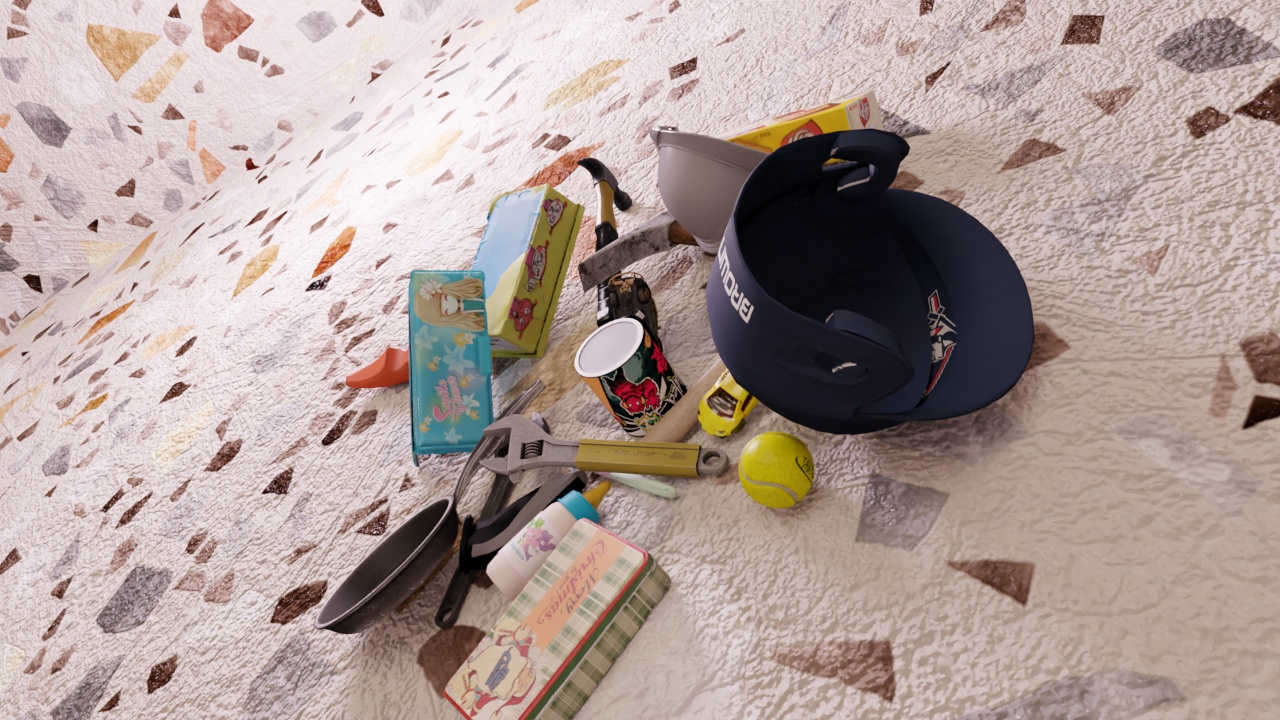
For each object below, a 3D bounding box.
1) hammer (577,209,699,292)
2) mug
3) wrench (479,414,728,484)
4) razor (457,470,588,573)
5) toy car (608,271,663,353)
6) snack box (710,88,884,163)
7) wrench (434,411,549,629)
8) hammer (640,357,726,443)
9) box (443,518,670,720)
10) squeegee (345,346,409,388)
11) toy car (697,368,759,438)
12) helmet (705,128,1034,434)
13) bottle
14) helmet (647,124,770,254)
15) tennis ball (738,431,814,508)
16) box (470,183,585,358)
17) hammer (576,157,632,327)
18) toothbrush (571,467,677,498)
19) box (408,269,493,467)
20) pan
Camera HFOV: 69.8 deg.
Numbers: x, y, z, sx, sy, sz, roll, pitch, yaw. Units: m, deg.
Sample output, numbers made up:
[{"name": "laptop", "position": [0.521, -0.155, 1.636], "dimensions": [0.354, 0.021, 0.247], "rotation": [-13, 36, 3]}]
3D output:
[{"name": "hammer", "position": [0.097, -0.118, 1.045], "dimensions": [0.301, 0.037, 0.217], "rotation": [16, 40, 43]}, {"name": "mug", "position": [-0.006, 0.006, 0.979], "dimensions": [0.082, 0.098, 0.117], "rotation": [-16, 40, 27]}, {"name": "wrench", "position": [-0.043, 0.093, 0.925], "dimensions": [0.274, 0.018, 0.083], "rotation": [0, 49, 21]}, {"name": "razor", "position": [-0.119, 0.162, 0.938], "dimensions": [0.156, 0.057, 0.060], "rotation": [-26, 77, -10]}, {"name": "toy car", "position": [-0.001, -0.049, 1.053], "dimensions": [0.047, 0.112, 0.047], "rotation": [-7, 12, 26]}, {"name": "snack box", "position": [0.174, -0.269, 1.144], "dimensions": [0.231, 0.062, 0.109], "rotation": [-7, 21, 36]}, {"name": "wrench", "position": [-0.163, 0.166, 1.003], "dimensions": [0.073, 0.018, 0.272], "rotation": [-11, 44, 34]}, {"name": "hammer", "position": [0.112, -0.018, 0.935], "dimensions": [0.331, 0.031, 0.119], "rotation": [-46, 65, -4]}, {"name": "box", "position": [-0.075, 0.242, 0.810], "dimensions": [0.205, 0.049, 0.118], "rotation": [-48, 37, -18]}, {"name": "squeegee", "position": [-0.352, 0.008, 1.317], "dimensions": [0.185, 0.055, 0.249], "rotation": [-17, 57, 27]}, {"name": "toy car", "position": [0.097, 0.029, 0.900], "dimensions": [0.049, 0.030, 0.107], "rotation": [36, 87, 22]}, {"name": "helmet", "position": [0.191, -0.044, 0.776], "dimensions": [0.272, 0.223, 0.231], "rotation": [5, 61, 5]}, {"name": "bottle", "position": [-0.083, 0.170, 0.897], "dimensions": [0.146, 0.051, 0.051], "rotation": [-43, 35, -10]}, {"name": "helmet", "position": [0.088, -0.178, 1.009], "dimensions": [0.271, 0.183, 0.118], "rotation": [-141, 64, -67]}, {"name": "tennis ball", "position": [0.118, 0.095, 0.796], "dimensions": [0.065, 0.065, 0.065], "rotation": [-23, 37, 19]}, {"name": "box", "position": [-0.163, -0.118, 1.220], "dimensions": [0.125, 0.080, 0.220], "rotation": [-1, 66, 42]}, {"name": "hammer", "position": [-0.044, -0.153, 1.203], "dimensions": [0.025, 0.118, 0.332], "rotation": [-26, 41, 20]}, {"name": "toothbrush", "position": [-0.019, 0.118, 0.932], "dimensions": [0.155, 0.015, 0.022], "rotation": [9, 75, 47]}, {"name": "box", "position": [-0.242, 0.013, 1.146], "dimensions": [0.122, 0.098, 0.226], "rotation": [130, 136, -66]}, {"name": "pan", "position": [-0.212, 0.156, 0.996], "dimensions": [0.355, 0.055, 0.188], "rotation": [-46, 13, -26]}]
